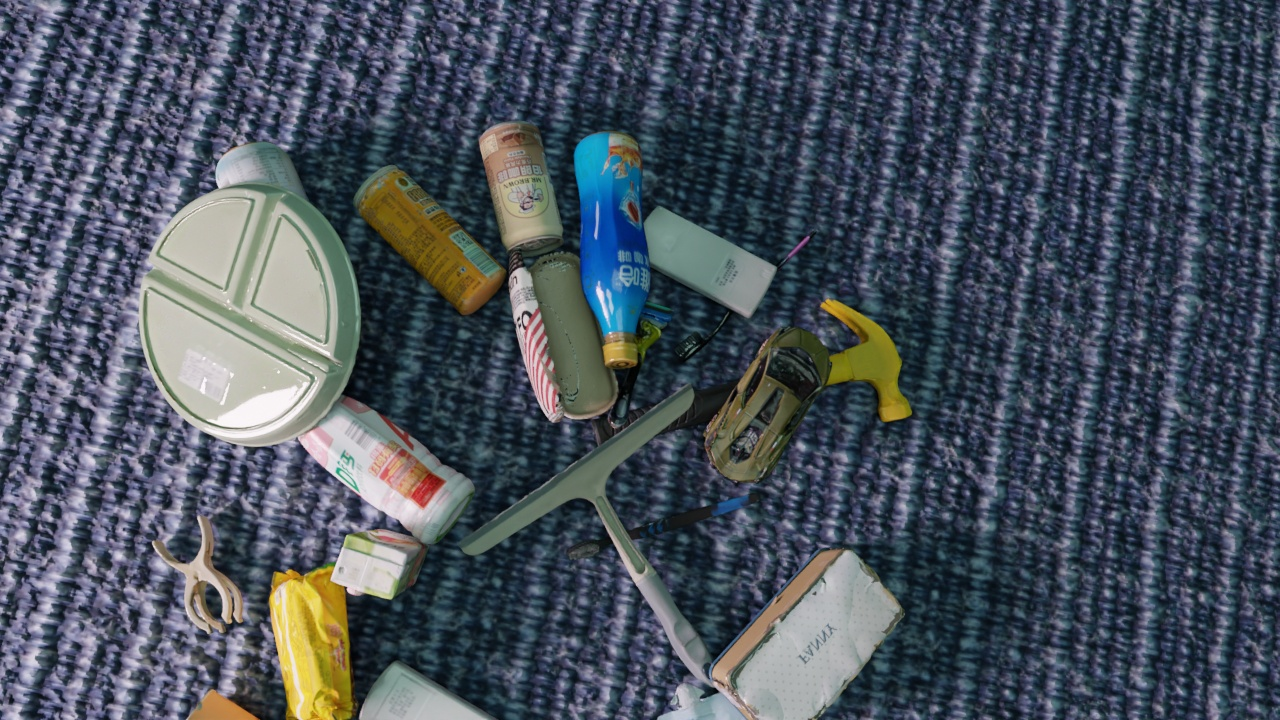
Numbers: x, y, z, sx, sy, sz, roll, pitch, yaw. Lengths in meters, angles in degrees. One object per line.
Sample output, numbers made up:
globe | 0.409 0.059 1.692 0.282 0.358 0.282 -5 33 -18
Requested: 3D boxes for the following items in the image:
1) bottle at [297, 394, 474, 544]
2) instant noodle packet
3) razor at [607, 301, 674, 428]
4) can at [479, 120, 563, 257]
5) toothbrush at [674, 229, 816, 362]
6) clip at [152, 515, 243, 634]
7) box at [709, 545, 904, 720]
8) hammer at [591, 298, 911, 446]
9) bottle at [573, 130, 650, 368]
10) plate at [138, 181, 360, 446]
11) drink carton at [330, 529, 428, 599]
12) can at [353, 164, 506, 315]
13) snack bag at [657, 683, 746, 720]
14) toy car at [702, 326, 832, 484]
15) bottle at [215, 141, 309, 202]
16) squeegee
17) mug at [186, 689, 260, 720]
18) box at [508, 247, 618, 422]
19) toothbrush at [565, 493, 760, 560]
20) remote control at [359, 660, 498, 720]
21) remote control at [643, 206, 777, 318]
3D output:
bottle | -0.242 0.081 0.809 0.197 0.068 0.068 35 80 4
instant noodle packet | -0.274 0.235 0.769 0.044 0.111 0.128 -3 77 -42
razor | -0.005 0.005 0.842 0.043 0.022 0.142 14 55 3
can | -0.111 -0.160 0.858 0.058 0.058 0.116 -13 83 -7
toothbrush | 0.103 -0.066 0.887 0.189 0.014 0.018 -43 78 -10
clip | -0.379 0.188 0.797 0.072 0.035 0.100 -31 77 -8
box | 0.151 0.244 0.811 0.184 0.063 0.090 -40 87 -20
hammer | 0.102 0.030 0.862 0.300 0.033 0.128 -16 83 -8
bottle | -0.025 -0.100 0.840 0.065 0.065 0.218 -2 73 -6
plate | -0.342 -0.039 0.785 0.230 0.027 0.230 1 92 20
drink carton | -0.216 0.170 0.767 0.053 0.122 0.045 19 81 -3
can | -0.193 -0.110 0.843 0.146 0.058 0.058 44 80 2
snack bag | 0.041 0.384 0.803 0.110 0.039 0.190 27 79 6
toy car | 0.116 0.038 0.826 0.070 0.042 0.158 33 78 -1
bottle | -0.318 -0.101 0.826 0.068 0.068 0.189 -24 84 -8
squeegee | 0.004 0.188 0.818 0.246 0.039 0.246 -34 100 -19
mug | -0.323 0.336 0.758 0.123 0.078 0.078 29 80 -5
box | -0.070 -0.027 0.834 0.086 0.076 0.162 -14 76 -20
toothbrush | 0.023 0.152 0.846 0.189 0.016 0.014 -15 89 -8
remote control | -0.169 0.322 0.799 0.150 0.021 0.058 32 80 0
remote control | 0.059 -0.095 0.876 0.135 0.019 0.056 28 79 7
